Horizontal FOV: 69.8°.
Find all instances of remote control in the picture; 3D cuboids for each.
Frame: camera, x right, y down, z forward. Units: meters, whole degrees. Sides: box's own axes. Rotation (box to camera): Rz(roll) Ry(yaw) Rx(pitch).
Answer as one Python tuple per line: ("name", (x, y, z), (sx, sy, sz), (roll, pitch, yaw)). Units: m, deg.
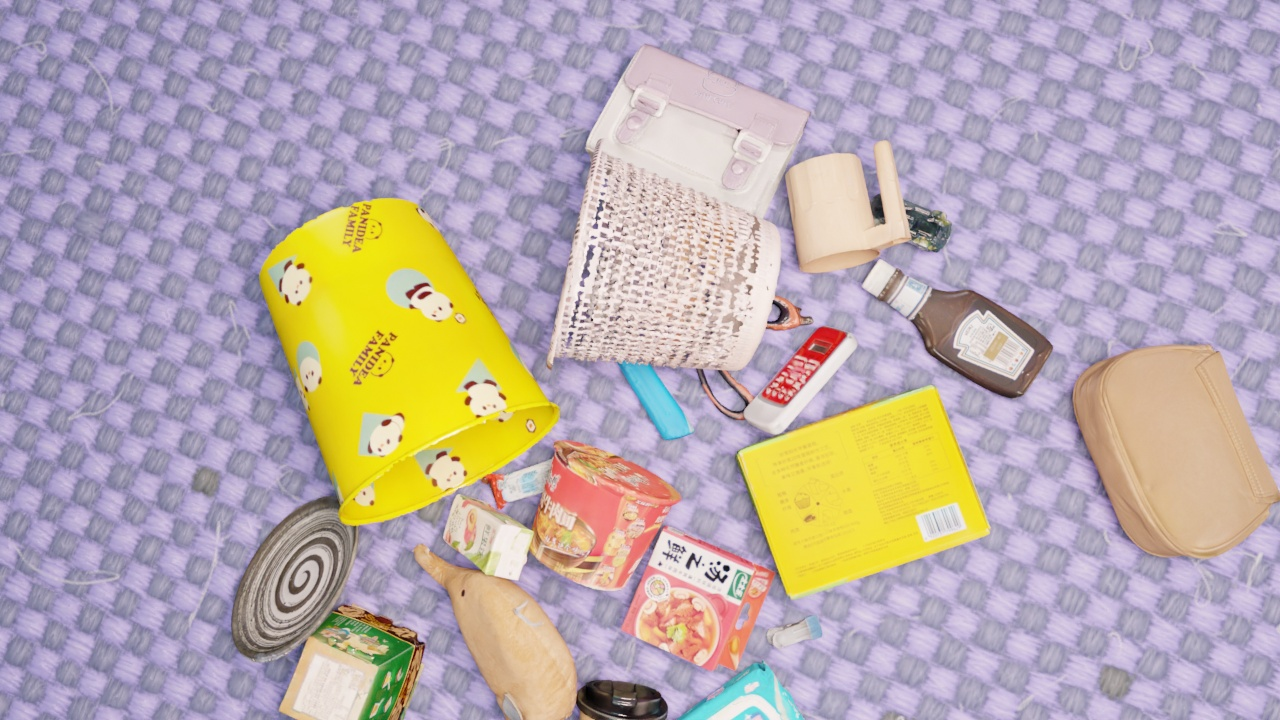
("remote control", (0.164, 0.018, 0.942), (0.135, 0.056, 0.020), (-46, 122, -12))

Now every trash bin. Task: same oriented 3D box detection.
("trash bin", (-0.238, -0.004, 0.909), (0.229, 0.229, 0.255), (-30, 77, 1))
("trash bin", (0.024, -0.082, 0.892), (0.192, 0.227, 0.227), (13, 85, -5))

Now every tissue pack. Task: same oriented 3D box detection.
("tissue pack", (0.097, 0.376, 0.921), (0.133, 0.050, 0.093), (-36, 83, 1))

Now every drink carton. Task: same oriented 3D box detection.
("drink carton", (-0.154, 0.178, 0.929), (0.045, 0.123, 0.053), (21, 85, -33))

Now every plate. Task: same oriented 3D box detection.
("plate", (-0.349, 0.224, 0.942), (0.180, 0.024, 0.179), (-23, 43, 24))

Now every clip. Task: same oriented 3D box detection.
("clip", (0.159, 0.281, 0.945), (0.056, 0.026, 0.024), (-15, 85, -10))

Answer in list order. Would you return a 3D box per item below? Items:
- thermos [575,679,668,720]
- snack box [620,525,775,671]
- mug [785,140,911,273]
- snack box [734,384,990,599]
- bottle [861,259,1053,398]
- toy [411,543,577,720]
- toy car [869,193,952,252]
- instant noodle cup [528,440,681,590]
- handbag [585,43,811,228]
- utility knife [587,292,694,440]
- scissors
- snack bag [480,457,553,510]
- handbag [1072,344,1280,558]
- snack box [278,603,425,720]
("thermos", (-0.025, 0.390, 0.914), (0.093, 0.093, 0.143), (9, 92, 5))
("snack box", (0.060, 0.246, 0.940), (0.127, 0.044, 0.113), (22, 86, 6))
("mug", (0.211, -0.156, 0.937), (0.125, 0.084, 0.103), (-18, 78, 47))
("snack box", (0.219, 0.131, 0.927), (0.210, 0.070, 0.157), (-19, 83, 3))
("bottle", (0.322, -0.039, 0.950), (0.195, 0.044, 0.080), (33, 87, 8))
("toy", (-0.143, 0.265, 0.915), (0.082, 0.144, 0.226), (-27, 80, -43))
("toy car", (0.282, -0.145, 0.968), (0.090, 0.034, 0.043), (24, 89, 8))
("instant noodle cup", (-0.041, 0.158, 0.920), (0.138, 0.138, 0.108), (24, 95, 6))
("handbag", (0.062, -0.235, 0.968), (0.197, 0.098, 0.144), (25, 79, 8))
("utility knife", (-0.006, 0.006, 0.984), (0.034, 0.018, 0.187), (-31, 82, -11))
("scissors", (0.074, -0.033, 0.984), (0.227, 0.015, 0.189), (3, 85, 6))
("snack bag", (-0.114, 0.127, 0.975), (0.105, 0.026, 0.045), (-17, 99, 1))
("handbag", (0.518, 0.085, 0.897), (0.147, 0.100, 0.204), (-18, 83, -5))
("snack box", (-0.298, 0.324, 0.931), (0.118, 0.105, 0.117), (20, 87, 7))
